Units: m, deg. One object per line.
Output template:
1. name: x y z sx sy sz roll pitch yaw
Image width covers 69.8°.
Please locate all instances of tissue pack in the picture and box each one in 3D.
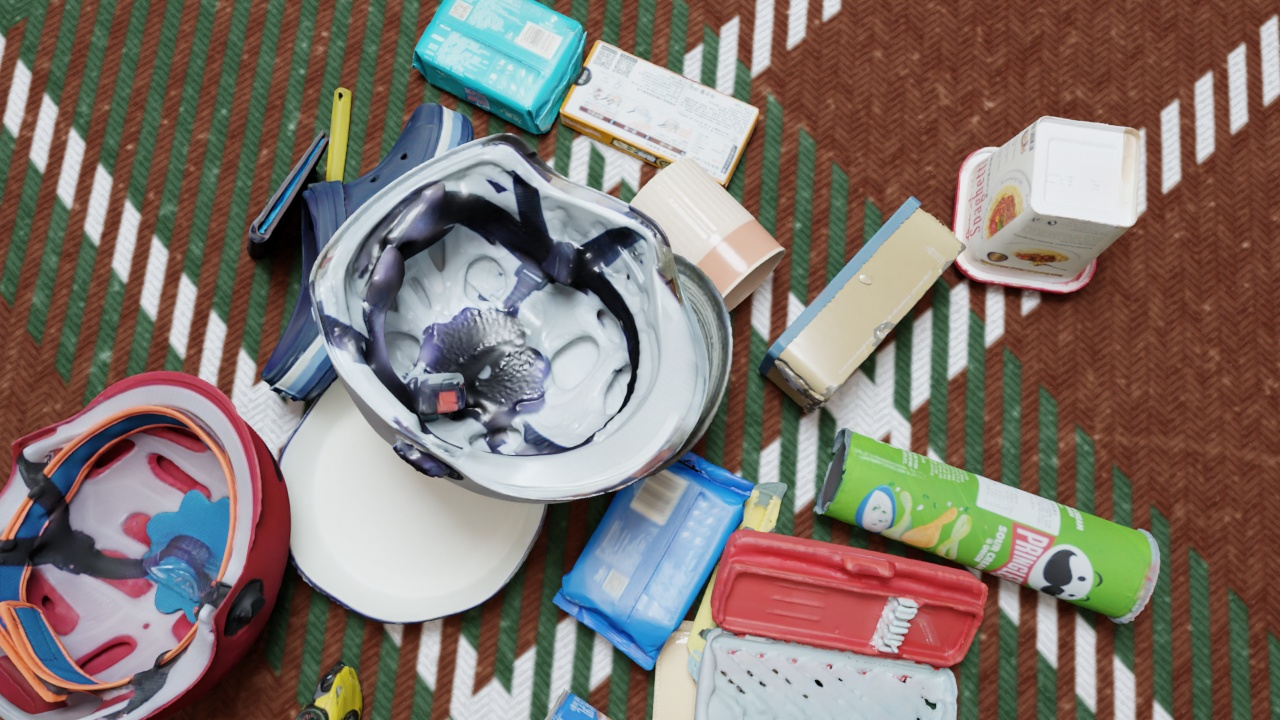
1. tissue pack: -0.119 -0.259 0.769 0.133 0.050 0.093 28 82 5
2. tissue pack: 0.011 0.140 0.689 0.095 0.052 0.157 29 77 13

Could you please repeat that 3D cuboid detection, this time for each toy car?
1. toy car: -0.229 0.295 0.650 0.041 0.071 0.155 13 78 4

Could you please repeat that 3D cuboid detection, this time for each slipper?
1. slipper: -0.221 -0.091 0.697 0.095 0.105 0.252 32 83 -29

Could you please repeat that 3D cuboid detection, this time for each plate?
1. plate: -0.004 0.004 0.697 0.180 0.024 0.179 -11 71 33
2. plate: -0.170 0.094 0.704 0.205 0.045 0.204 0 79 1

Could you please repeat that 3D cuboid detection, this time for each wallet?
1. wallet: -0.274 -0.125 0.710 0.020 0.122 0.096 31 78 -21
2. wallet: 0.068 0.238 0.687 0.115 0.024 0.087 4 76 3

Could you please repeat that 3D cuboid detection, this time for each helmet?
1. helmet: -0.090 -0.007 0.629 0.258 0.146 0.228 38 64 2
2. helmet: -0.338 0.135 0.644 0.207 0.144 0.239 31 79 16

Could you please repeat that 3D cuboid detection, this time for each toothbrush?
1. toothbrush: -0.257 -0.138 0.762 0.015 0.017 0.190 2 79 -1

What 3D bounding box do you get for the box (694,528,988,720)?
1. box: 0.144 0.211 0.666 0.201 0.059 0.161 12 89 -9

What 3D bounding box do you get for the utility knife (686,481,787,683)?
1. utility knife: 0.071 0.164 0.696 0.031 0.018 0.166 19 73 17

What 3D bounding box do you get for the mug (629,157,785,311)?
1. mug: 0.038 -0.085 0.727 0.115 0.081 0.106 -45 80 17

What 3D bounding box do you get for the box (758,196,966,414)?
1. box: 0.173 -0.044 0.711 0.062 0.090 0.184 40 79 8

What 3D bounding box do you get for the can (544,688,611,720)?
1. can: -0.014 0.297 0.660 0.134 0.053 0.053 32 80 6

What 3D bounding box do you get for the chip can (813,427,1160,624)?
1. chip can: 0.254 0.121 0.687 0.236 0.072 0.072 20 79 4

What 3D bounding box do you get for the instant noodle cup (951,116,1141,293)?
1. instant noodle cup: 0.314 -0.123 0.707 0.116 0.124 0.116 9 79 2

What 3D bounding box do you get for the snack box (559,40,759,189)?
1. snack box: 0.016 -0.205 0.772 0.154 0.026 0.075 25 79 4
